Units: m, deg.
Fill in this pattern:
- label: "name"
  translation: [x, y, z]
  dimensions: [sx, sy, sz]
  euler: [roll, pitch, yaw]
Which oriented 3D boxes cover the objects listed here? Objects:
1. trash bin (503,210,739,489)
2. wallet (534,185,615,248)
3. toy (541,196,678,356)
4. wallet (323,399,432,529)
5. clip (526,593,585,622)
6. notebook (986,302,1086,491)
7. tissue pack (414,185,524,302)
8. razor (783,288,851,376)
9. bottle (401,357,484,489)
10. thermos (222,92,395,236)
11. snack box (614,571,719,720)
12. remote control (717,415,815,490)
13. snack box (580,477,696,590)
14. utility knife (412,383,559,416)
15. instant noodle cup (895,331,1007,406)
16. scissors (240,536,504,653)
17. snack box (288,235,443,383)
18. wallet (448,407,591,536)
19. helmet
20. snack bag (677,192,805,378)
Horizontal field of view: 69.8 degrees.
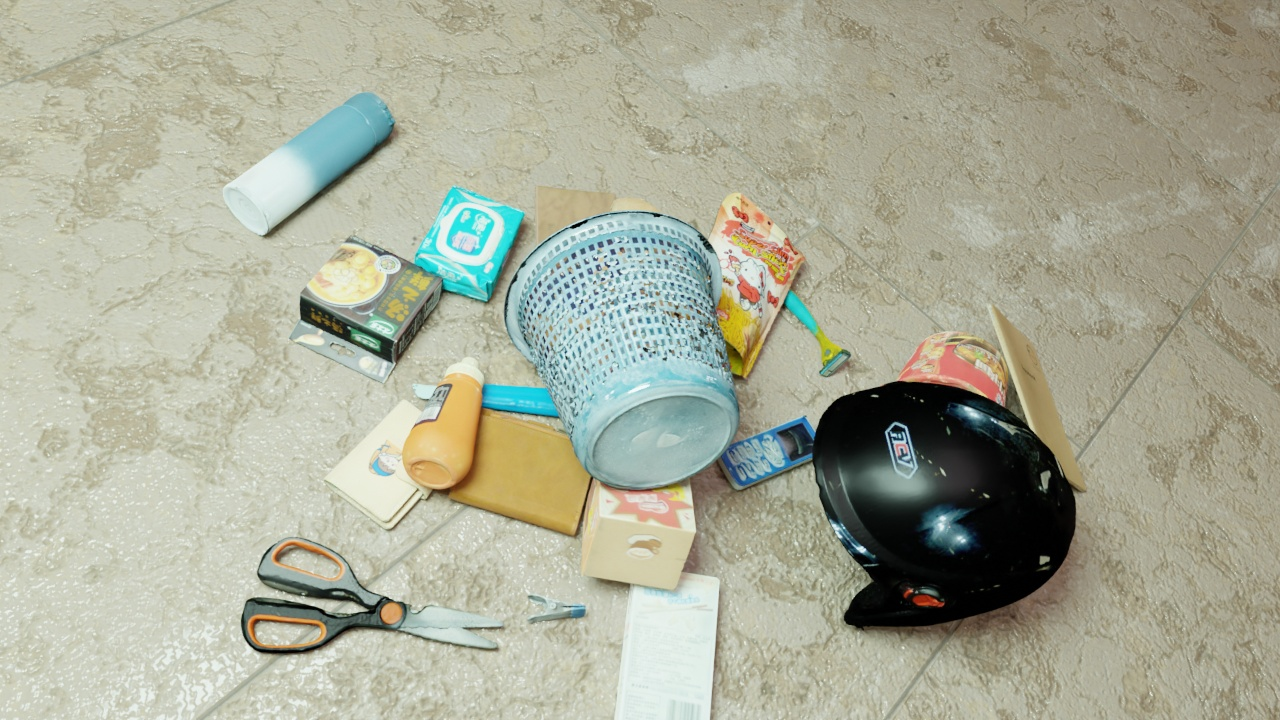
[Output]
- label: "trash bin"
  translation: [-0.005, 0.005, 0.871]
  dimensions: [0.226, 0.227, 0.194]
  euler: [-2, 46, -17]
- label: "wallet"
  translation: [-0.076, -0.164, 1.103]
  dimensions: [0.101, 0.020, 0.115]
  euler: [3, 51, -13]
- label: "toy"
  translation: [-0.019, -0.076, 1.027]
  dimensions: [0.143, 0.083, 0.225]
  euler: [42, 59, -16]
- label: "wallet"
  translation: [-0.238, 0.102, 0.903]
  dimensions: [0.087, 0.024, 0.114]
  euler: [36, 55, 4]
- label: "clip"
  translation: [-0.079, 0.235, 0.867]
  dimensions: [0.056, 0.024, 0.026]
  euler: [3, 56, -7]
- label: "notebook"
  translation: [0.471, 0.044, 1.091]
  dimensions: [0.147, 0.008, 0.207]
  euler: [27, 46, -44]
- label: "tissue pack"
  translation: [-0.194, -0.135, 1.042]
  dimensions: [0.093, 0.050, 0.133]
  euler: [19, 56, -3]
- label: "razor"
  translation: [0.202, -0.044, 1.109]
  dimensions: [0.028, 0.043, 0.132]
  euler: [-3, 52, -48]
- label: "bottle"
  translation: [-0.186, 0.054, 0.905]
  dimensions: [0.066, 0.067, 0.149]
  euler: [16, 46, -6]
- label: "thermos"
  translation: [-0.370, -0.231, 1.046]
  dimensions: [0.070, 0.070, 0.219]
  euler: [34, 56, 6]
- label: "snack box"
  translation: [0.026, 0.277, 0.867]
  dimensions: [0.084, 0.027, 0.156]
  euler: [12, 57, -7]
- label: "remote control"
  translation: [0.145, 0.101, 1.007]
  dimensions: [0.124, 0.024, 0.049]
  euler: [-19, 66, -23]
- label: "snack box"
  translation: [-0.003, 0.155, 0.883]
  dimensions: [0.092, 0.077, 0.094]
  euler: [12, 30, -8]
- label: "utility knife"
  translation: [-0.138, 0.040, 0.970]
  dimensions: [0.203, 0.018, 0.034]
  euler: [6, 54, -11]
- label: "instant noodle cup"
  translation: [0.349, 0.040, 1.044]
  dimensions: [0.138, 0.138, 0.108]
  euler: [32, 48, 5]
- label: "scissors"
  translation: [-0.242, 0.239, 0.823]
  dimensions: [0.234, 0.022, 0.160]
  euler: [35, 63, 3]
- label: "snack box"
  translation: [-0.290, -0.057, 0.973]
  dimensions: [0.113, 0.053, 0.125]
  euler: [25, 51, 0]
- label: "wallet"
  translation: [-0.115, 0.109, 0.927]
  dimensions: [0.132, 0.031, 0.107]
  euler: [17, 60, -5]
- label: "helmet"
  translation: [0.289, 0.134, 0.906]
  dimensions: [0.274, 0.231, 0.233]
  euler: [33, 45, -43]
- label: "snack bag"
  translation: [0.117, -0.089, 1.075]
  dimensions: [0.128, 0.073, 0.207]
  euler: [35, 61, -16]
